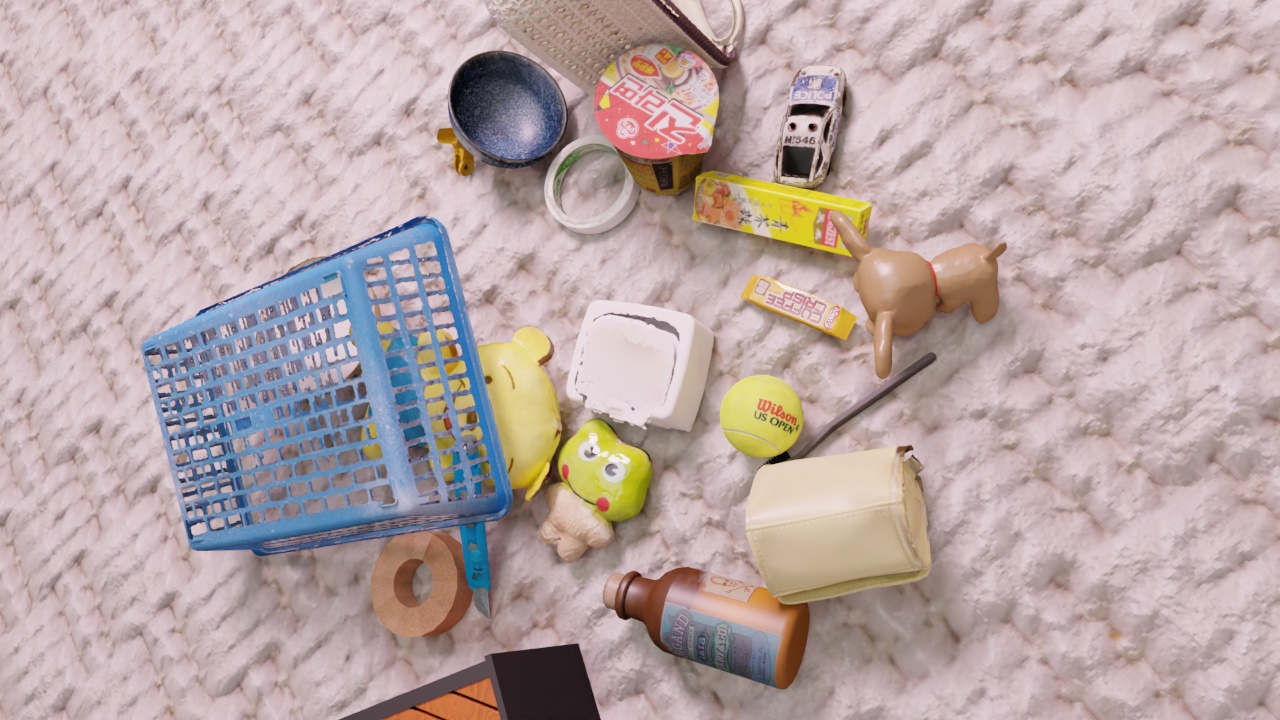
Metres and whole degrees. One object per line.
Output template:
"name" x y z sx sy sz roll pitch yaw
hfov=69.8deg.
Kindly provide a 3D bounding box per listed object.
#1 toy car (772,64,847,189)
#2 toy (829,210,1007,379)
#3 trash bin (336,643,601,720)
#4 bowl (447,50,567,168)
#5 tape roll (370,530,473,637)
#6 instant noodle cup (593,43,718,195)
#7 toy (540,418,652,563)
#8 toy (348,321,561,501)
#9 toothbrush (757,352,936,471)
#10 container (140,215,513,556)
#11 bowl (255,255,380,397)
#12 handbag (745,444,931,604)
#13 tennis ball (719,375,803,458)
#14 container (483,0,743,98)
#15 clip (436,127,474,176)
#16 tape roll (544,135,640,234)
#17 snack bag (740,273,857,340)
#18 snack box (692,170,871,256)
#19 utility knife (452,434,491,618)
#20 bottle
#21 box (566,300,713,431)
"toy car" 0.142 -0.200 0.775 0.048 0.040 0.112 9 81 24
"toy" 0.209 -0.056 0.683 0.108 0.106 0.134 -13 72 3
"trash bin" -0.132 0.321 0.712 0.172 0.139 0.139 -26 68 16
"bowl" -0.133 -0.232 0.883 0.061 0.114 0.114 150 123 -64
"tape roll" -0.198 0.202 0.832 0.094 0.027 0.094 -6 75 22
"instant noodle cup" 0.017 -0.195 0.780 0.100 0.112 0.100 -1 78 5
"toy" -0.044 0.114 0.778 0.092 0.043 0.118 35 94 25
"toy" -0.159 0.038 0.824 0.214 0.083 0.149 7 103 25
"toothbrush" 0.162 0.045 0.722 0.167 0.013 0.013 -37 58 11
"container" -0.297 0.044 0.802 0.363 0.089 0.257 -15 90 33
"bowl" -0.306 -0.027 0.915 0.145 0.063 0.145 -6 75 22
"handbag" 0.147 0.110 0.663 0.119 0.111 0.081 -16 109 23
"tennis ball" 0.095 0.044 0.722 0.065 0.065 0.065 -6 75 22
"container" -0.030 -0.327 0.777 0.143 0.251 0.184 -29 65 25
"clip" -0.174 -0.212 0.916 0.048 0.054 0.046 -27 89 37
"tape roll" -0.045 -0.165 0.861 0.094 0.018 0.093 -6 75 22
"snack bag" 0.128 -0.045 0.755 0.099 0.020 0.026 26 90 27
"snack box" 0.115 -0.124 0.766 0.148 0.028 0.040 18 120 26
"utility knife" -0.144 0.145 0.792 0.031 0.015 0.175 6 110 30
"bottle" 0.045 0.197 0.706 0.157 0.067 0.067 10 81 25
"box" -0.009 0.002 0.763 0.107 0.095 0.102 11 81 27
